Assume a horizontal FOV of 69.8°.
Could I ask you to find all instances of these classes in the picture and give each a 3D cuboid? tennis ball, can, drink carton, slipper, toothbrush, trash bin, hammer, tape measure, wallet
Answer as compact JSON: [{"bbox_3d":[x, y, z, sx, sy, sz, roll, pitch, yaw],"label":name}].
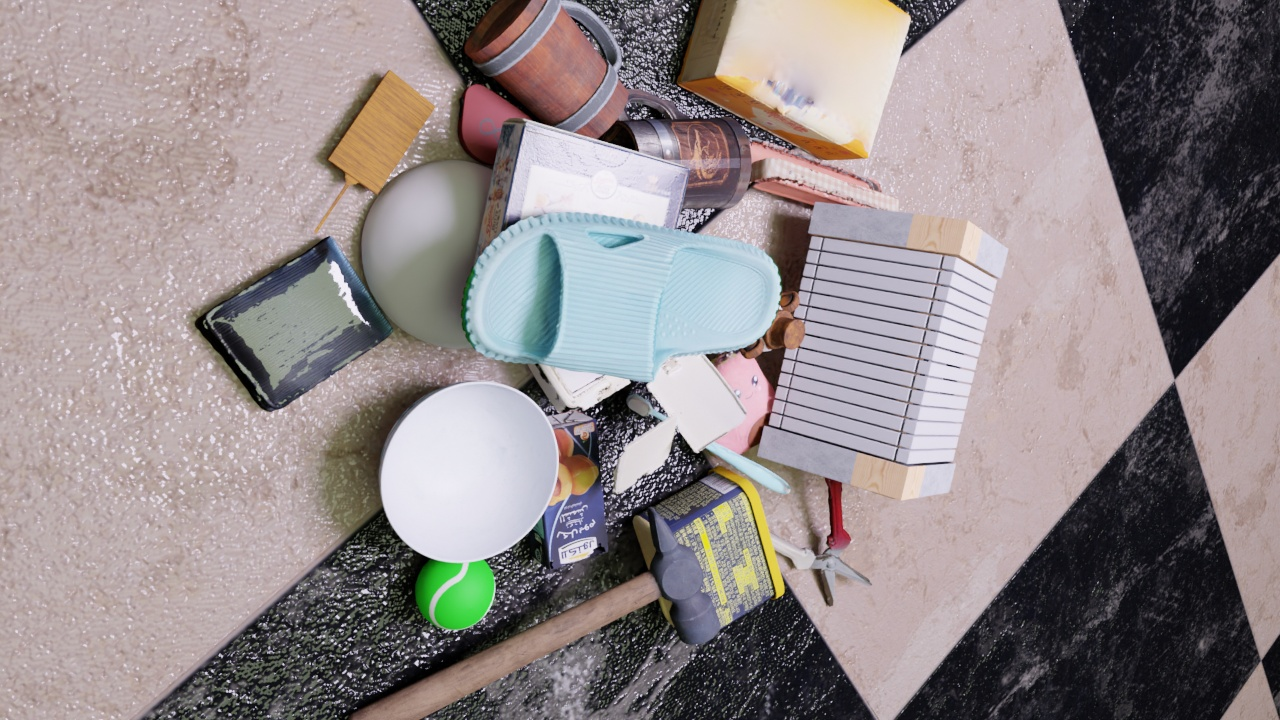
[{"bbox_3d":[-0.153,0.190,0.760,0.065,0.065,0.065,-7,103,-30],"label":"tennis ball"},{"bbox_3d":[0.065,0.188,0.887,0.104,0.075,0.135,-26,112,-22],"label":"can"},{"bbox_3d":[-0.068,0.115,0.812,0.064,0.040,0.130,-13,106,-28],"label":"drink carton"},{"bbox_3d":[0.005,-0.046,0.677,0.275,0.069,0.116,0,102,-31],"label":"slipper"},{"bbox_3d":[0.065,0.080,0.858,0.180,0.016,0.016,30,98,-9],"label":"toothbrush"},{"bbox_3d":[0.234,-0.008,0.880,0.142,0.143,0.247,7,97,-55],"label":"trash bin"},{"bbox_3d":[-0.094,0.242,0.785,0.321,0.040,0.129,-24,107,-10],"label":"hammer"},{"bbox_3d":[-0.122,-0.185,0.731,0.059,0.019,0.051,30,86,-25],"label":"tape measure"},{"bbox_3d":[-0.253,-0.026,0.680,0.114,0.026,0.089,-39,115,-19],"label":"wallet"}]

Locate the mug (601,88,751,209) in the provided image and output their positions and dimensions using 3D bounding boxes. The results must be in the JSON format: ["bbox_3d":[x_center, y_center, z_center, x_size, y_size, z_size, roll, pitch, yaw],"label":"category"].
[{"bbox_3d":[0.024,-0.185,0.793,0.107,0.080,0.115,-8,76,-28],"label":"mug"}]

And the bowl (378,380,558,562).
[{"bbox_3d":[-0.147,0.081,0.737,0.143,0.074,0.144,-7,103,-30],"label":"bowl"}]

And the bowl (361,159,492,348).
[{"bbox_3d":[-0.136,-0.085,0.709,0.149,0.043,0.149,1,88,-24],"label":"bowl"}]

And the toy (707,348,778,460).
[{"bbox_3d":[0.090,0.039,0.883,0.090,0.051,0.110,-30,118,-19],"label":"toy"}]

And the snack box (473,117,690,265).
[{"bbox_3d":[-0.046,-0.094,0.698,0.144,0.043,0.145,9,99,-30],"label":"snack box"}]

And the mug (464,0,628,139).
[{"bbox_3d":[-0.065,-0.244,0.727,0.111,0.082,0.117,41,54,-34],"label":"mug"}]

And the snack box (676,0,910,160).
[{"bbox_3d":[0.148,-0.283,0.836,0.195,0.081,0.145,17,90,-33],"label":"snack box"}]

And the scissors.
[{"bbox_3d":[0.181,0.193,0.974,0.179,0.015,0.199,2,121,-13],"label":"scissors"}]

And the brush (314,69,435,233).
[{"bbox_3d":[-0.207,-0.153,0.687,0.048,0.017,0.126,36,81,-31],"label":"brush"}]

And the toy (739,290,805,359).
[{"bbox_3d":[0.097,-0.042,0.840,0.087,0.113,0.067,-50,132,-14],"label":"toy"}]

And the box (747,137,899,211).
[{"bbox_3d":[0.179,-0.174,0.895,0.186,0.057,0.067,8,63,-33],"label":"box"}]

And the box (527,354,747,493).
[{"bbox_3d":[-0.004,0.005,0.774,0.143,0.080,0.180,-32,90,-22],"label":"box"}]
